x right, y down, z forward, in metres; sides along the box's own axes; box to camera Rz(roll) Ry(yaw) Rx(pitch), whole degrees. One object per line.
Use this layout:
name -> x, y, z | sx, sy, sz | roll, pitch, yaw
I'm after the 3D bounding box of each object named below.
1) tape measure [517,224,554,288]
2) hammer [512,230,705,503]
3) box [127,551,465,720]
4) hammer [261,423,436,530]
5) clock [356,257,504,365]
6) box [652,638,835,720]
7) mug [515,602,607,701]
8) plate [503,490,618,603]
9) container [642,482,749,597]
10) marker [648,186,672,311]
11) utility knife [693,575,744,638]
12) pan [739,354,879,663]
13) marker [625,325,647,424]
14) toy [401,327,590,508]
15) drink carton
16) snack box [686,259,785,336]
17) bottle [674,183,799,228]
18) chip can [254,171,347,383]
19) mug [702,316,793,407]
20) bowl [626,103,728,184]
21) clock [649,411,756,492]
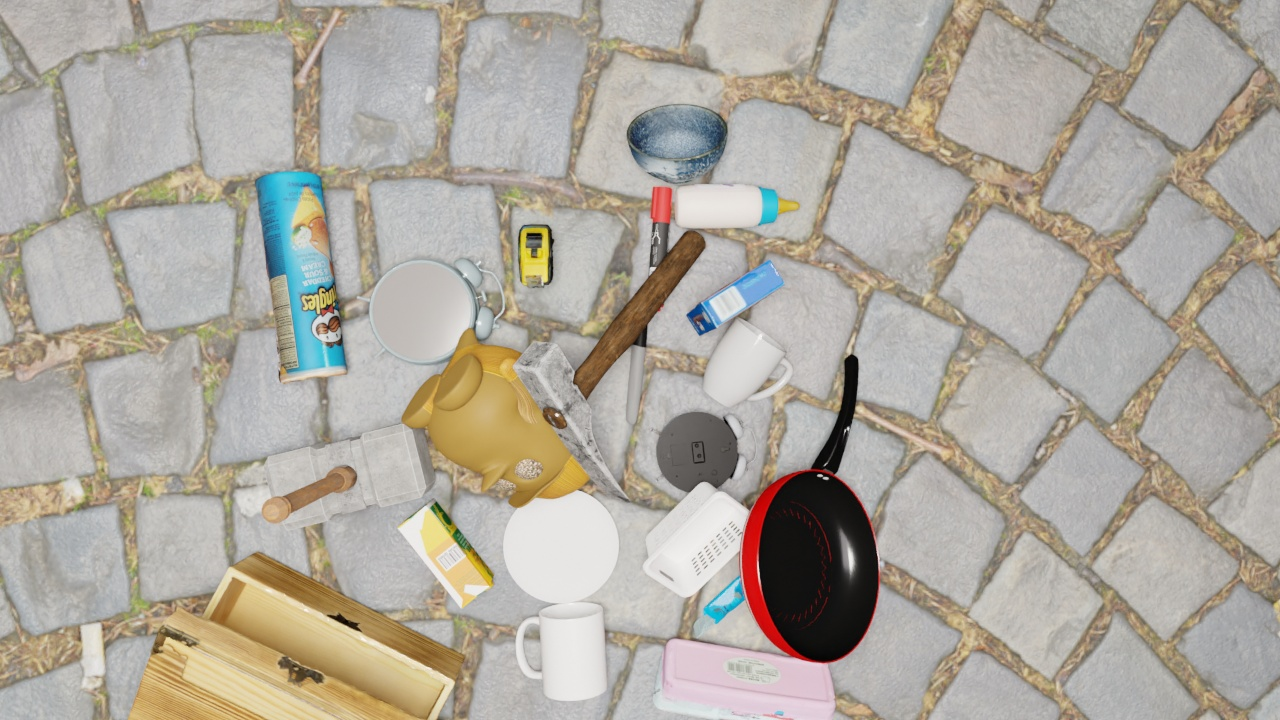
tape measure -> -0.118, -0.119, 1.046 | 0.042, 0.071, 0.072 | -3, 96, 0
hammer -> 0.004, -0.013, 1.028 | 0.299, 0.037, 0.218 | -53, 131, -30
box -> -0.377, 0.393, 0.965 | 0.279, 0.215, 0.257 | 28, 90, -5
hammer -> -0.314, 0.126, 0.910 | 0.162, 0.318, 0.083 | -14, 91, -4
clock -> -0.235, -0.059, 1.053 | 0.159, 0.045, 0.122 | -16, 92, -2
box -> 0.117, 0.390, 1.072 | 0.202, 0.087, 0.096 | 10, 123, -3
mug -> -0.094, 0.331, 1.054 | 0.111, 0.073, 0.090 | -3, 90, 22
plate -> -0.093, 0.217, 1.078 | 0.134, 0.011, 0.134 | 0, 90, -4
container -> 0.065, 0.200, 1.049 | 0.129, 0.049, 0.080 | -46, 119, 9
marker -> 0.021, -0.131, 1.080 | 0.023, 0.021, 0.145 | 4, 90, -11
utility knife -> 0.128, 0.267, 1.090 | 0.173, 0.015, 0.031 | -41, 88, -1
pan -> 0.205, 0.161, 1.051 | 0.208, 0.067, 0.355 | 27, 63, -33
marker -> -0.006, 0.006, 1.083 | 0.022, 0.016, 0.138 | 7, 90, 27
toy -> -0.141, 0.081, 1.006 | 0.203, 0.199, 0.162 | 40, 49, -23
drink carton -> -0.218, 0.221, 1.046 | 0.041, 0.058, 0.122 | -38, 92, -3
snack box -> 0.102, -0.067, 1.020 | 0.087, 0.151, 0.034 | -32, 90, -4
bottle -> 0.114, -0.180, 1.071 | 0.146, 0.051, 0.051 | -1, 90, -4
chip can -> -0.381, -0.091, 1.029 | 0.080, 0.080, 0.229 | -7, 90, -4
mug -> 0.128, 0.014, 1.070 | 0.107, 0.071, 0.089 | 27, 104, -31
bowl -> 0.042, -0.239, 1.055 | 0.114, 0.061, 0.114 | -2, 46, 2
clock -> 0.076, 0.105, 1.077 | 0.122, 0.035, 0.094 | -6, 90, -4
